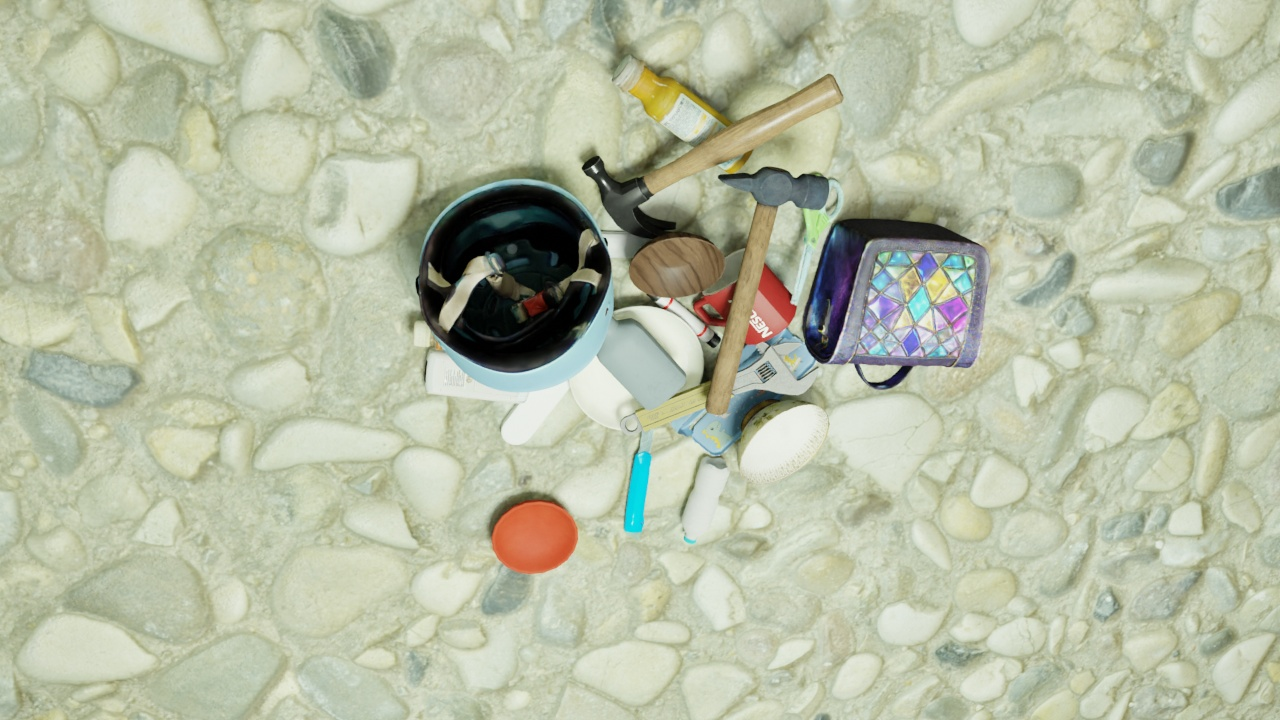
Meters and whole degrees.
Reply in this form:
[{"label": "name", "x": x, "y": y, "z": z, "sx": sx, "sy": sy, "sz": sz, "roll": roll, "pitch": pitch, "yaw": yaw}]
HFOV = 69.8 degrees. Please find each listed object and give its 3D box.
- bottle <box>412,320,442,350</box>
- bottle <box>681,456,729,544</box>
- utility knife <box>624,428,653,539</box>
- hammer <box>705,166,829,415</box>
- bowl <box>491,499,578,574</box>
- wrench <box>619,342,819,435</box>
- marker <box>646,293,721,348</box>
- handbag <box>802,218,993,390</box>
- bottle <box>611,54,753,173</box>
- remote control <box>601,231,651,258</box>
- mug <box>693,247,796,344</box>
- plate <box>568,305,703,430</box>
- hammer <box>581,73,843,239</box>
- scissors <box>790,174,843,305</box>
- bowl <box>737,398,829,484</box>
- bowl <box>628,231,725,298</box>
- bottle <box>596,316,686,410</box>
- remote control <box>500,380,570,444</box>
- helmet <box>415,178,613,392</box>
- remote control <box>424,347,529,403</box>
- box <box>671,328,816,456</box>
[{"label": "bottle", "x": -0.203, "y": -0.028, "z": 1.165, "sx": 0.167, "sy": 0.059, "sz": 0.059, "roll": 5, "pitch": 113, "yaw": -12}, {"label": "bottle", "x": 0.091, "y": 0.206, "z": 1.335, "sx": 0.044, "sy": 0.044, "sz": 0.136, "roll": 11, "pitch": 112, "yaw": -15}, {"label": "utility knife", "x": 0.000, "y": 0.176, "z": 1.320, "sx": 0.031, "sy": 0.015, "sz": 0.198, "roll": 2, "pitch": 117, "yaw": -15}, {"label": "hammer", "x": 0.126, "y": -0.077, "z": 1.122, "sx": 0.129, "sy": 0.040, "sz": 0.322, "roll": 5, "pitch": 115, "yaw": -15}, {"label": "bowl", "x": -0.151, "y": 0.246, "z": 1.312, "sx": 0.122, "sy": 0.035, "sz": 0.122, "roll": -4, "pitch": 115, "yaw": -9}, {"label": "wrench", "x": 0.101, "y": 0.045, "z": 1.217, "sx": 0.273, "sy": 0.018, "sz": 0.083, "roll": -23, "pitch": 96, "yaw": 8}, {"label": "marker", "x": 0.050, "y": -0.065, "z": 1.218, "sx": 0.145, "sy": 0.019, "sz": 0.019, "roll": 37, "pitch": 103, "yaw": -23}, {"label": "handbag", "x": 0.337, "y": -0.067, "z": 1.213, "sx": 0.204, "sy": 0.125, "sz": 0.222, "roll": 1, "pitch": 111, "yaw": -12}, {"label": "bottle", "x": 0.051, "y": -0.295, "z": 1.095, "sx": 0.186, "sy": 0.053, "sz": 0.053, "roll": 31, "pitch": 105, "yaw": -22}, {"label": "remote control", "x": -0.004, "y": -0.147, "z": 1.174, "sx": 0.131, "sy": 0.012, "sz": 0.033, "roll": 0, "pitch": 114, "yaw": -10}, {"label": "mug", "x": 0.129, "y": -0.077, "z": 1.200, "sx": 0.117, "sy": 0.080, "sz": 0.096, "roll": -27, "pitch": 120, "yaw": 34}, {"label": "plate", "x": -0.007, "y": 0.007, "z": 1.232, "sx": 0.182, "sy": 0.034, "sz": 0.182, "roll": -4, "pitch": 115, "yaw": -9}, {"label": "hammer", "x": 0.093, "y": -0.243, "z": 1.078, "sx": 0.306, "sy": 0.040, "sz": 0.132, "roll": -23, "pitch": 124, "yaw": 23}, {"label": "scissors", "x": 0.218, "y": -0.154, "z": 1.180, "sx": 0.065, "sy": 0.033, "sz": 0.174, "roll": 16, "pitch": 83, "yaw": -27}, {"label": "bowl", "x": 0.186, "y": 0.100, "z": 1.283, "sx": 0.145, "sy": 0.063, "sz": 0.145, "roll": -18, "pitch": 135, "yaw": -19}, {"label": "bowl", "x": 0.044, "y": -0.126, "z": 1.141, "sx": 0.119, "sy": 0.032, "sz": 0.119, "roll": -3, "pitch": 148, "yaw": -2}, {"label": "bottle", "x": -0.016, "y": -0.012, "z": 1.175, "sx": 0.072, "sy": 0.046, "sz": 0.161, "roll": -39, "pitch": 115, "yaw": 8}, {"label": "remote control", "x": -0.141, "y": 0.059, "z": 1.242, "sx": 0.043, "sy": 0.013, "sz": 0.137, "roll": 33, "pitch": 104, "yaw": -22}, {"label": "helmet", "x": -0.143, "y": -0.079, "z": 1.071, "sx": 0.225, "sy": 0.265, "sz": 0.167, "roll": -10, "pitch": 153, "yaw": -4}, {"label": "remote control", "x": -0.212, "y": 0.021, "z": 1.200, "sx": 0.138, "sy": 0.025, "sz": 0.060, "roll": 7, "pitch": 110, "yaw": -9}, {"label": "box", "x": 0.141, "y": 0.039, "z": 1.275, "sx": 0.209, "sy": 0.039, "sz": 0.126, "roll": -45, "pitch": 136, "yaw": 11}]
